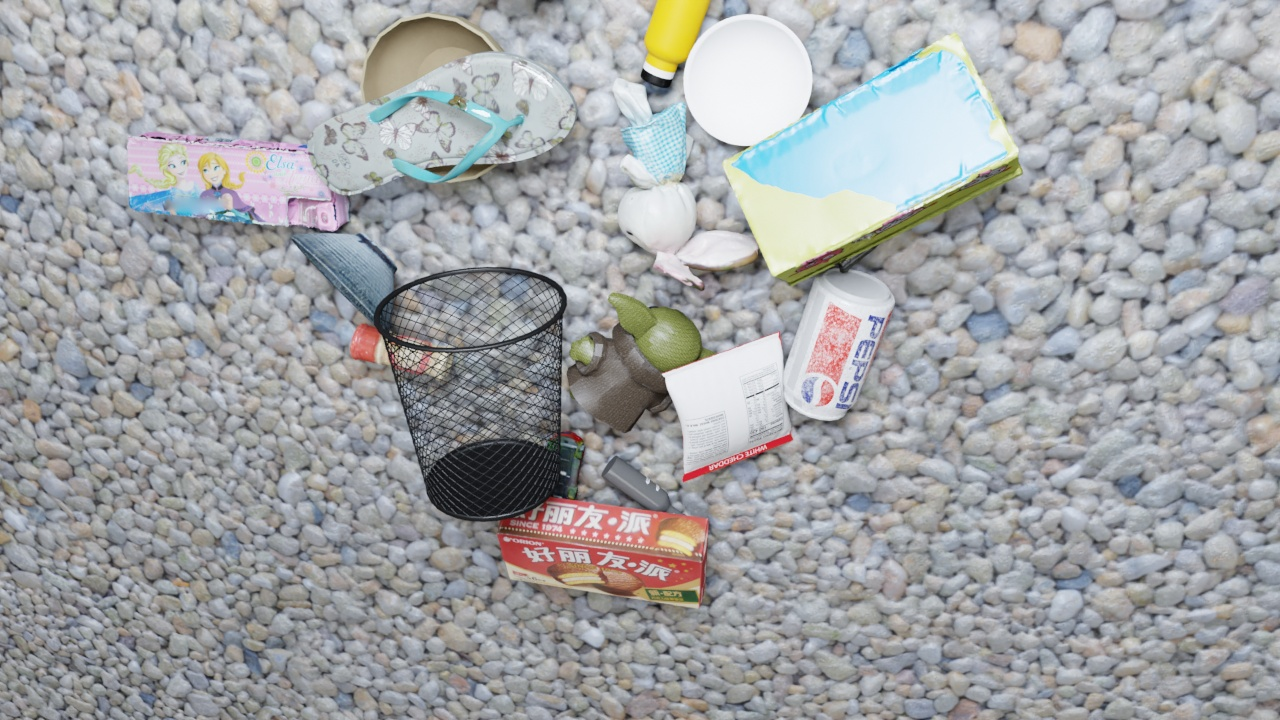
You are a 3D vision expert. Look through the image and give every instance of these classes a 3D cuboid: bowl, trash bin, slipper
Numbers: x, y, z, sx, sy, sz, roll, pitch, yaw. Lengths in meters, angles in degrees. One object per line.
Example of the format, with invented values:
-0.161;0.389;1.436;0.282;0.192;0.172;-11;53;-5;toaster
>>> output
-0.292;-0.095;0.952;0.057;0.137;0.137;-46;106;-13;bowl
-0.161;0.038;0.937;0.184;0.183;0.210;4;120;10;trash bin
-0.190;-0.209;0.823;0.269;0.054;0.098;-8;114;17;slipper
-0.179;-0.248;0.859;0.152;0.050;0.152;5;119;9;bowl
0.096;-0.249;0.807;0.110;0.040;0.110;5;119;9;bowl

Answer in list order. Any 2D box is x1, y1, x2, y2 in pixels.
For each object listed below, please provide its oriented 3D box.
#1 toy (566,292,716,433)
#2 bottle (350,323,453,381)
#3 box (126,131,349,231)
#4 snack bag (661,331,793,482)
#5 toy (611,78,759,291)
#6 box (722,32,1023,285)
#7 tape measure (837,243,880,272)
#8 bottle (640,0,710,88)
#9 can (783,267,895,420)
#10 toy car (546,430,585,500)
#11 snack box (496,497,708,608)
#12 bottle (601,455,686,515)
-0.005;0.005;0.947;0.153;0.078;0.179;-41;129;23;toy
-0.263;-0.009;1.014;0.109;0.044;0.044;15;120;1;bottle
-0.419;-0.183;0.943;0.230;0.053;0.085;7;120;8;box
0.095;0.051;0.948;0.130;0.039;0.144;-20;125;-10;snack bag
0.009;-0.159;0.850;0.106;0.130;0.205;-15;104;41;toy
0.196;-0.165;0.785;0.221;0.080;0.124;-28;79;19;box
0.193;-0.126;0.858;0.064;0.037;0.066;41;116;-13;tape measure
0.037;-0.307;0.786;0.043;0.043;0.144;22;121;-1;bottle
0.190;-0.015;0.897;0.078;0.078;0.136;15;120;3;can
-0.087;0.122;1.054;0.042;0.036;0.091;12;121;5;toy car
-0.040;0.221;1.069;0.236;0.060;0.113;7;139;7;snack box
0.009;0.154;1.055;0.113;0.030;0.030;37;119;-10;bottle
